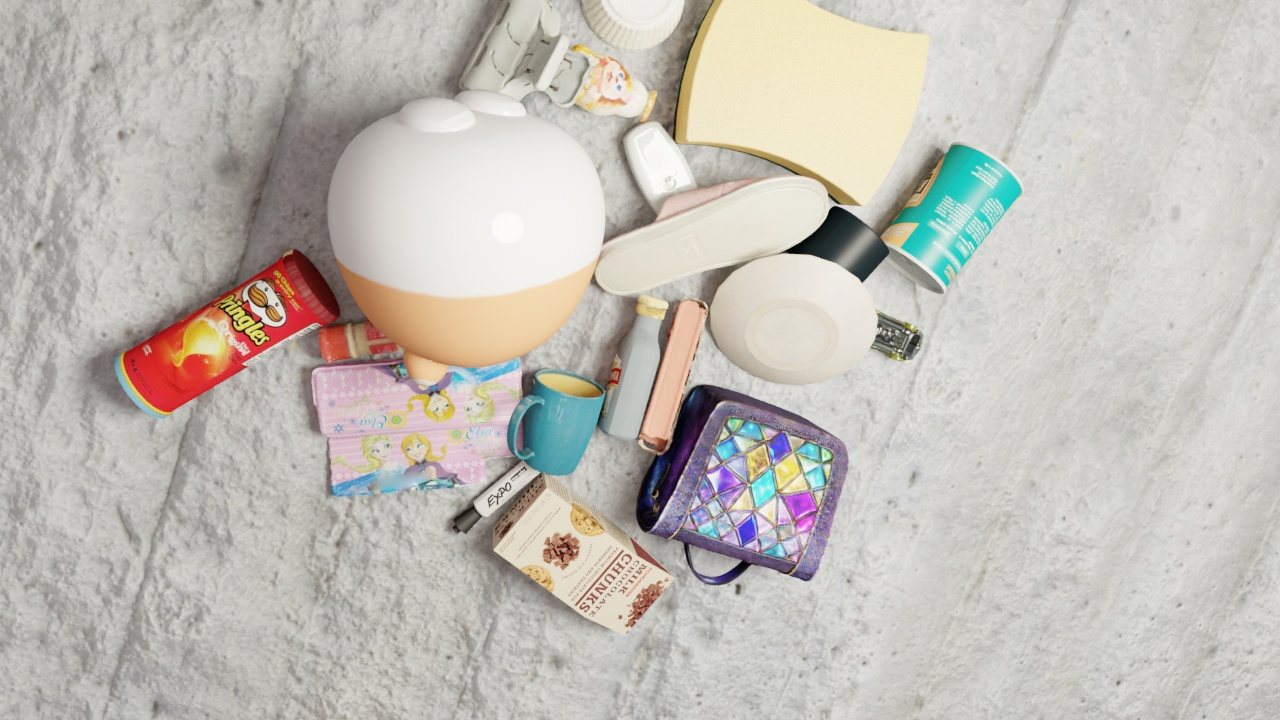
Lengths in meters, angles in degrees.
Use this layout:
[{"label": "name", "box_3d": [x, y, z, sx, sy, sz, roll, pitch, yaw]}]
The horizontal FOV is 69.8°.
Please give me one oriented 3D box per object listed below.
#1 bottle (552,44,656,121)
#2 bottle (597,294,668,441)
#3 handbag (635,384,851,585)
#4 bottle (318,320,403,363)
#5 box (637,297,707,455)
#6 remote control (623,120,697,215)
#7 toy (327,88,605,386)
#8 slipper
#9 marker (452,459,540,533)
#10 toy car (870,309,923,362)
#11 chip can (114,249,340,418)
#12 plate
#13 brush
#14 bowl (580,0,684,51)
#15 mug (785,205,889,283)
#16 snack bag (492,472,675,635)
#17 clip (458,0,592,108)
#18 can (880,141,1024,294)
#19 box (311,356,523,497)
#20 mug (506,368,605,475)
[{"label": "bottle", "box_3d": [-0.038, -0.295, 0.991, 0.108, 0.063, 0.063, 19, 97, -13]}, {"label": "bottle", "box_3d": [-0.006, 0.006, 1.052, 0.046, 0.072, 0.161, 14, 99, -10]}, {"label": "handbag", "box_3d": [0.117, 0.158, 1.076, 0.204, 0.125, 0.222, 19, 95, -13]}, {"label": "bottle", "box_3d": [-0.297, -0.025, 1.015, 0.109, 0.044, 0.044, -9, 103, -8]}, {"label": "box", "box_3d": [0.037, 0.018, 1.057, 0.058, 0.053, 0.186, 17, 86, -32]}, {"label": "remote control", "box_3d": [0.023, -0.213, 1.035, 0.060, 0.028, 0.114, -32, 107, -1]}, {"label": "toy", "box_3d": [-0.173, -0.120, 0.910, 0.266, 0.262, 0.281, 22, 122, 27]}, {"label": "slipper", "box_3d": [0.074, -0.146, 1.026, 0.274, 0.054, 0.114, -17, 141, 7]}, {"label": "marker", "box_3d": [-0.170, 0.160, 1.081, 0.126, 0.025, 0.025, -40, 105, 0]}, {"label": "toy car", "box_3d": [0.293, -0.033, 1.115, 0.107, 0.030, 0.049, 23, 96, -11]}, {"label": "chip can", "box_3d": [-0.433, -0.028, 0.970, 0.213, 0.087, 0.087, -31, 104, -1]}, {"label": "plate", "box_3d": [0.172, -0.036, 1.044, 0.189, 0.027, 0.189, 7, 131, 8]}, {"label": "brush", "box_3d": [0.175, -0.300, 1.018, 0.250, 0.075, 0.195, 17, 98, -12]}, {"label": "bowl", "box_3d": [-0.004, -0.393, 0.977, 0.115, 0.062, 0.115, -2, 101, -9]}, {"label": "mug", "box_3d": [0.209, -0.127, 1.063, 0.121, 0.085, 0.094, 42, 93, 14]}, {"label": "snack bag", "box_3d": [-0.065, 0.236, 1.091, 0.206, 0.070, 0.094, 40, 93, -15]}, {"label": "clip", "box_3d": [-0.123, -0.317, 0.944, 0.081, 0.147, 0.125, 18, 103, -53]}, {"label": "can", "box_3d": [0.355, -0.164, 1.063, 0.099, 0.099, 0.144, 37, 93, -14]}, {"label": "box", "box_3d": [-0.248, 0.075, 1.051, 0.230, 0.035, 0.159, -4, 104, -8]}, {"label": "mug", "box_3d": [-0.103, 0.074, 1.038, 0.112, 0.084, 0.104, -3, 115, -48]}]
